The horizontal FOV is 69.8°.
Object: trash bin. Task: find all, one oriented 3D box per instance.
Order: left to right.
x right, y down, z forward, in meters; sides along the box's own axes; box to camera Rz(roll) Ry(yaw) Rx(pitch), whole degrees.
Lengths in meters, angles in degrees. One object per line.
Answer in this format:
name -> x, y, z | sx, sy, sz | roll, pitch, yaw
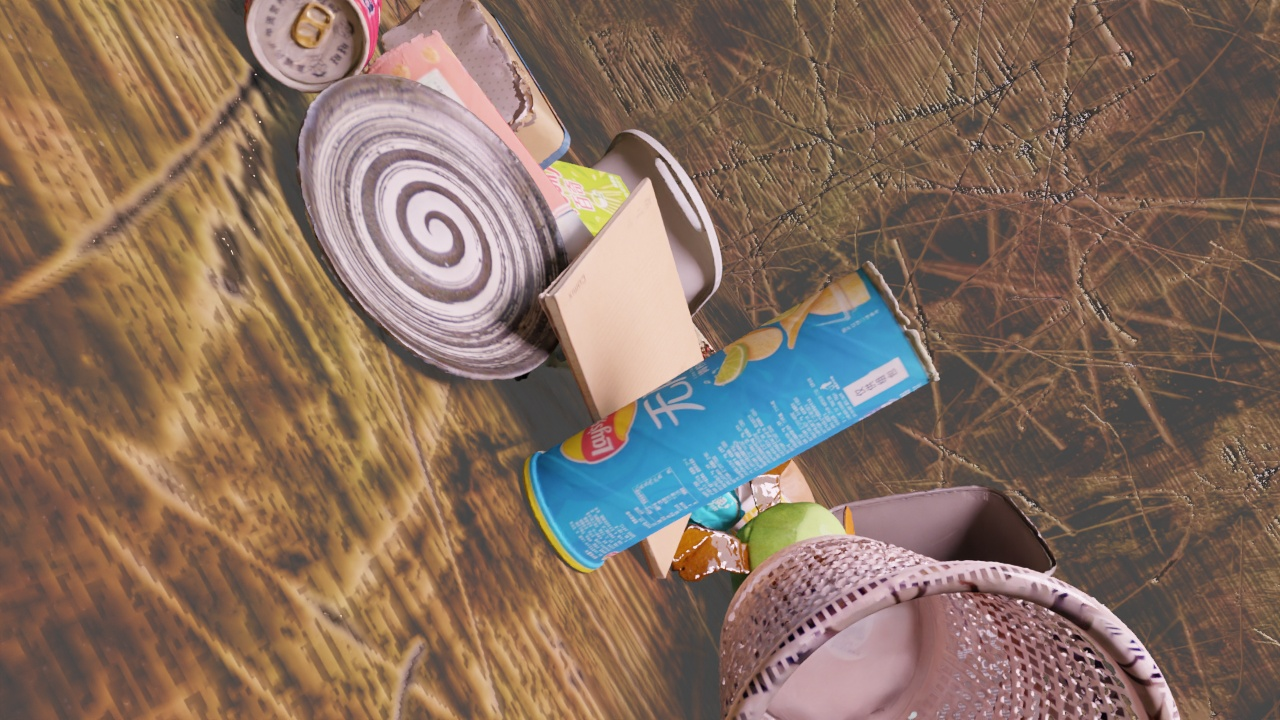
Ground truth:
trash bin -> 0.132, 0.192, 0.504 | 0.227, 0.227, 0.192 | 57, -1, -8
trash bin -> 0.299, 0.270, 0.922 | 0.198, 0.199, 0.220 | -81, 161, -73

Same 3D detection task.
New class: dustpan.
dustpan -> 0.018, -0.152, 1.063 | 0.222, 0.143, 0.257 | 59, 12, 2

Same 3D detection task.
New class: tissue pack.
tissue pack -> 0.028, 0.069, 0.734 | 0.093, 0.050, 0.133 | 43, 18, -50

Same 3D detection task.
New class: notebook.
notebook -> 0.007, 0.010, 0.586 | 0.149, 0.012, 0.212 | -58, 138, -48

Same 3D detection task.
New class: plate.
plate -> -0.106, -0.069, 0.492 | 0.179, 0.024, 0.179 | 31, 46, -38

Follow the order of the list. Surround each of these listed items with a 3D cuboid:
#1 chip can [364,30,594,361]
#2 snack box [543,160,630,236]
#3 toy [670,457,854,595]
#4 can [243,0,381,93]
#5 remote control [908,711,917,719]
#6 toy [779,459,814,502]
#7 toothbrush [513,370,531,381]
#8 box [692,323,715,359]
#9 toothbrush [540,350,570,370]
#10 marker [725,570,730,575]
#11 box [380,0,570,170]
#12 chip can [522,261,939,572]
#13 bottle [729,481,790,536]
chip can -> -0.090, -0.104, 0.592 | 0.215, 0.071, 0.071 | 52, 12, -8
snack box -> -0.065, -0.128, 0.749 | 0.156, 0.026, 0.085 | 4, 48, -41
toy -> 0.130, 0.183, 0.693 | 0.247, 0.090, 0.226 | 54, 42, -15
can -> -0.176, -0.190, 0.499 | 0.066, 0.066, 0.093 | 50, 14, -35
remote control -> 0.181, 0.284, 0.656 | 0.019, 0.135, 0.056 | 9, -21, 44
toy -> 0.140, 0.145, 0.966 | 0.226, 0.082, 0.143 | 59, 11, -20
toothbrush -> -0.071, -0.019, 0.643 | 0.017, 0.012, 0.185 | 61, 10, -12
box -> 0.012, -0.045, 0.867 | 0.168, 0.080, 0.091 | 50, 4, -35
toothbrush -> -0.004, 0.004, 0.690 | 0.189, 0.029, 0.020 | 5, 85, -48
marker -> 0.101, 0.199, 0.788 | 0.146, 0.017, 0.016 | 51, 13, -33
box -> -0.129, -0.206, 0.688 | 0.061, 0.090, 0.184 | 39, 20, -57
chip can -> 0.043, 0.032, 0.481 | 0.071, 0.210, 0.071 | 55, 12, -18
bottle -> 0.118, 0.155, 0.860 | 0.108, 0.063, 0.063 | 52, 13, -27
